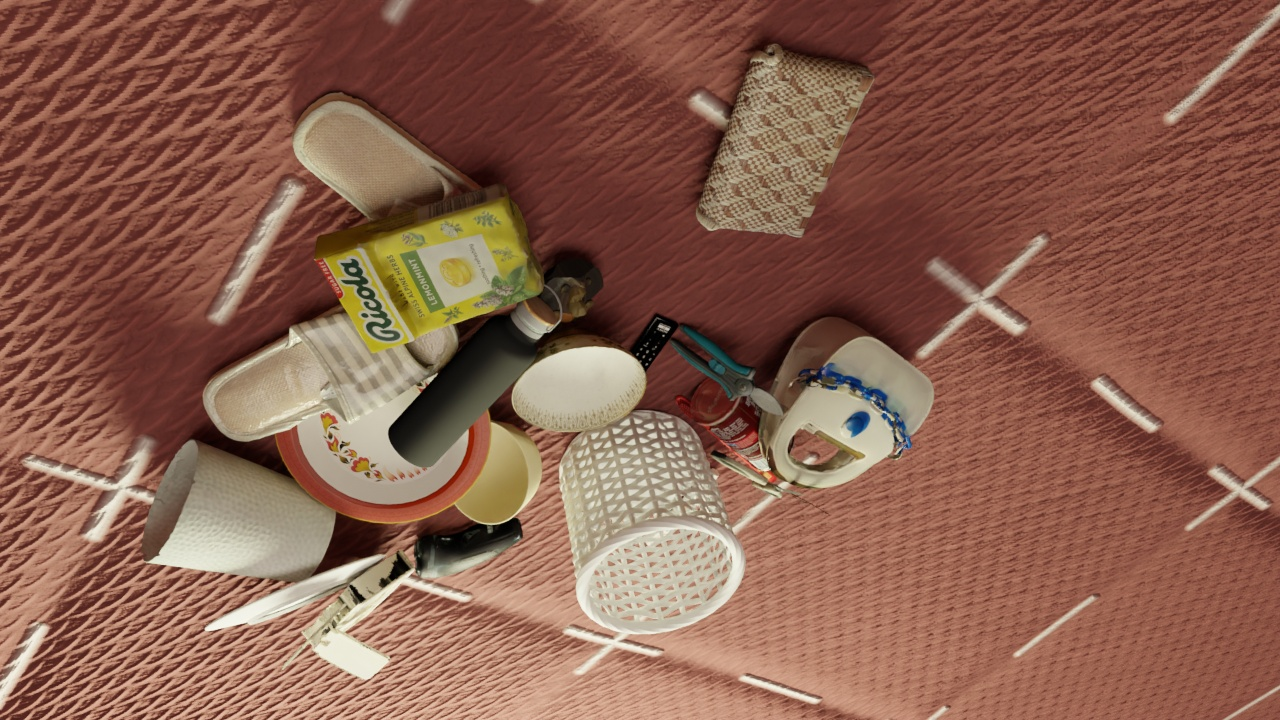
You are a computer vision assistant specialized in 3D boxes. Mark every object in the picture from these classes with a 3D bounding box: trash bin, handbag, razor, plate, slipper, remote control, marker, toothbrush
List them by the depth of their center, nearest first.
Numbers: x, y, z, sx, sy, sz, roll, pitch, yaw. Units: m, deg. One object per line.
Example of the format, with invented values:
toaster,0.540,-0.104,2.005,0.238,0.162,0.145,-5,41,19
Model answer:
slipper,-0.208,-0.135,0.858,0.115,0.052,0.263,-37,126,14
handbag,0.135,-0.209,0.888,0.124,0.047,0.186,3,127,-26
slipper,-0.316,0.010,0.930,0.273,0.054,0.114,-20,107,4
plate,-0.277,0.073,0.996,0.230,0.021,0.230,-1,112,-4
trash bin,-0.432,0.173,1.002,0.161,0.133,0.133,26,118,-35
remote control,-0.006,0.006,1.044,0.030,0.009,0.140,21,120,-27
handbag,0.232,0.066,1.062,0.200,0.093,0.200,27,99,-32
plate,-0.396,0.275,1.071,0.208,0.015,0.209,-23,171,-4
razor,-0.216,0.226,1.139,0.140,0.053,0.064,-21,137,1
toothbrush,0.111,0.104,1.144,0.012,0.017,0.212,-38,126,16
marker,0.054,0.194,1.202,0.017,0.017,0.146,24,119,-28

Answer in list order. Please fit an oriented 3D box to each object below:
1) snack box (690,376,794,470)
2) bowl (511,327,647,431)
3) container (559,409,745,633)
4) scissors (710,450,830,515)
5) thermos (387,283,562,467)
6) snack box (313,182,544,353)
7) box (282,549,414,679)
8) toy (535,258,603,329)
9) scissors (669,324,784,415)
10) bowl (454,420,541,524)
snack box,0.122,0.073,1.090,0.072,0.072,0.121,-38,128,16
bowl,-0.070,0.011,0.990,0.145,0.063,0.145,-8,141,-7
container,0.007,0.186,1.075,0.189,0.186,0.190,-7,129,-9
scissors,0.158,0.153,1.136,0.012,0.171,0.157,-59,167,-8
thermos,-0.161,0.012,0.922,0.061,0.061,0.232,33,112,-32
snack box,-0.187,-0.084,0.842,0.181,0.045,0.121,-17,133,0
box,-0.344,0.331,1.086,0.099,0.183,0.144,50,124,6
toy,-0.076,-0.062,0.947,0.076,0.062,0.100,-19,151,-27
scissors,0.093,0.018,1.020,0.139,0.019,0.136,-12,101,26
bowl,-0.157,0.120,1.050,0.118,0.118,0.073,-48,165,23
